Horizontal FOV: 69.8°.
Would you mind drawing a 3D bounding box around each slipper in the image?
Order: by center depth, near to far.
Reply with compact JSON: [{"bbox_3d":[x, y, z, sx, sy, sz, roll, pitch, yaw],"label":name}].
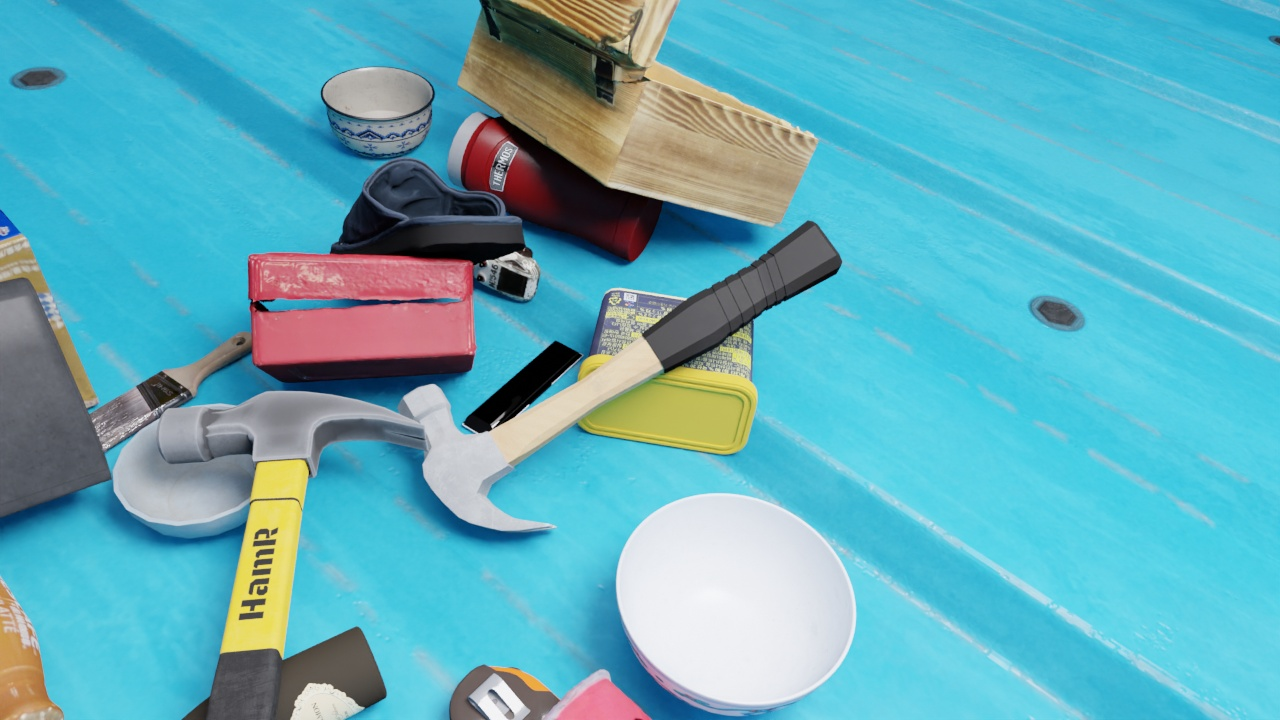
[{"bbox_3d":[-0.175,-0.120,0.736,0.108,0.083,0.266,-3,3,-32],"label":"slipper"}]

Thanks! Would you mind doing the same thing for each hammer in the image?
[{"bbox_3d":[-0.211,0.140,0.520,0.170,0.034,0.323,-4,45,-7],"label":"hammer"},{"bbox_3d":[-0.004,0.004,0.652,0.328,0.039,0.131,-32,78,-4],"label":"hammer"}]

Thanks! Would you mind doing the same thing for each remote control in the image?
[{"bbox_3d":[-0.093,0.020,0.745,0.028,0.012,0.123,28,47,20],"label":"remote control"}]

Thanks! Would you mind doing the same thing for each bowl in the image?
[{"bbox_3d":[0.053,0.163,0.572,0.144,0.074,0.143,4,43,-4],"label":"bowl"},{"bbox_3d":[-0.298,0.081,0.630,0.106,0.039,0.106,4,43,-4],"label":"bowl"},{"bbox_3d":[-0.277,-0.260,0.978,0.115,0.059,0.115,4,43,-4],"label":"bowl"}]

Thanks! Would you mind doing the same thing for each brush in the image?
[{"bbox_3d":[-0.359,0.020,0.706,0.039,0.012,0.150,29,47,21],"label":"brush"}]

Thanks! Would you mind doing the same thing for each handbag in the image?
[{"bbox_3d":[-0.438,0.005,0.532,0.072,0.196,0.175,11,24,44],"label":"handbag"}]

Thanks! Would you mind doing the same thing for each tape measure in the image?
[{"bbox_3d":[-0.081,0.205,0.533,0.059,0.038,0.058,35,49,25],"label":"tape measure"}]

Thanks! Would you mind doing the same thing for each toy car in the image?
[{"bbox_3d":[-0.141,-0.092,0.824,0.113,0.049,0.040,31,44,13],"label":"toy car"}]

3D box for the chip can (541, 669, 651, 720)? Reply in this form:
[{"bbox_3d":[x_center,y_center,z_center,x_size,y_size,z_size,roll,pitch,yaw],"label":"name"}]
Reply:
[{"bbox_3d":[0.042,0.264,0.467,0.233,0.073,0.073,36,50,25],"label":"chip can"}]

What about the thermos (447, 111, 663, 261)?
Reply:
[{"bbox_3d":[-0.080,-0.170,0.901,0.198,0.084,0.108,25,11,11],"label":"thermos"}]

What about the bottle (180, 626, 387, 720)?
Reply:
[{"bbox_3d":[-0.235,0.207,0.503,0.184,0.045,0.045,-22,51,-23],"label":"bottle"}]

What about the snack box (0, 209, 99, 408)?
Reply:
[{"bbox_3d":[-0.491,0.005,0.596,0.069,0.155,0.202,36,50,28],"label":"snack box"}]

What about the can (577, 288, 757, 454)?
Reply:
[{"bbox_3d":[0.023,0.005,0.735,0.135,0.075,0.104,9,41,1],"label":"can"}]

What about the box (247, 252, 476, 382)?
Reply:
[{"bbox_3d":[-0.204,-0.031,0.688,0.157,0.130,0.097,0,88,-12],"label":"box"}]

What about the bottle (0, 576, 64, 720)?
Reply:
[{"bbox_3d":[-0.365,0.171,0.511,0.167,0.059,0.059,36,50,26],"label":"bottle"}]

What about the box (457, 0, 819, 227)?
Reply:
[{"bbox_3d":[0.012,-0.340,0.826,0.285,0.337,0.279,2,30,-43],"label":"box"}]

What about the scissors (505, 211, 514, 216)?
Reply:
[{"bbox_3d":[-0.156,-0.109,0.877,0.095,0.015,0.142,1,49,-10],"label":"scissors"}]
